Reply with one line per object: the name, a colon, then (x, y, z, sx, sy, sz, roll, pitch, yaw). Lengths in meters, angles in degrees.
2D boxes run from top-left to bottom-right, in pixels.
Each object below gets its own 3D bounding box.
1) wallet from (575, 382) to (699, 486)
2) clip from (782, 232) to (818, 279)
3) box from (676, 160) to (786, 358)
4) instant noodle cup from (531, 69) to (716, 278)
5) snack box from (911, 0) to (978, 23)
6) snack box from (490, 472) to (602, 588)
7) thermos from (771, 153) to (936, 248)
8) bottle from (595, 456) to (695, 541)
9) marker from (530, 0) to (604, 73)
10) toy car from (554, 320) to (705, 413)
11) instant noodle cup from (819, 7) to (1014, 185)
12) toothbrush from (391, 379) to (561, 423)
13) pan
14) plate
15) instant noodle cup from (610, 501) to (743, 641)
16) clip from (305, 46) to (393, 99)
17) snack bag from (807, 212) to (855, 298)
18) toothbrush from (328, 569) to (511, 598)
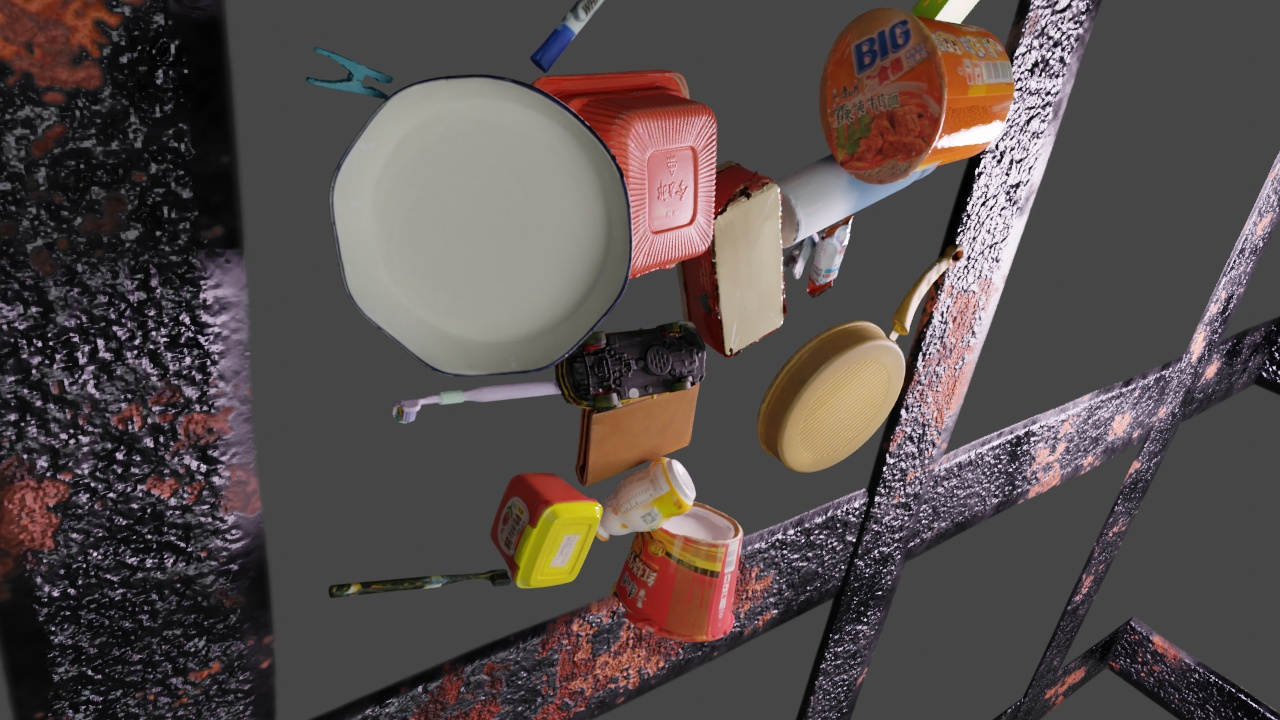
wallet: (-0.002, 0.061, 0.908, 0.131, 0.031, 0.108, -19, 132, -32)
clip: (0.167, -0.111, 0.950, 0.056, 0.028, 0.024, -55, 144, -12)
box: (0.090, -0.089, 0.853, 0.091, 0.078, 0.168, -30, 134, -23)
instant noodle cup: (-0.004, -0.135, 0.703, 0.188, 0.079, 0.165, -24, 120, -46)
snack box: (0.321, -0.379, 0.850, 0.157, 0.026, 0.085, -53, 161, 27)
snack box: (-0.090, 0.155, 0.855, 0.081, 0.080, 0.091, 7, 112, -43)
thermos: (0.211, -0.179, 0.911, 0.220, 0.070, 0.070, -28, 132, -26)
bottle: (-0.001, 0.144, 0.930, 0.108, 0.063, 0.063, -30, 140, 15)
marker: (-0.029, -0.271, 0.669, 0.145, 0.017, 0.017, -51, 138, -2)
toy car: (-0.005, 0.005, 0.845, 0.155, 0.041, 0.071, -11, 88, -34)
instant noodle cup: (0.254, -0.240, 0.835, 0.111, 0.151, 0.152, -12, 125, -29)
toothbrush: (-0.122, 0.031, 0.790, 0.188, 0.029, 0.021, -7, 84, -40)
pan: (0.279, -0.013, 1.099, 0.357, 0.078, 0.198, -39, 139, -6)
plate: (-0.106, -0.090, 0.628, 0.205, 0.045, 0.205, 1, 110, 2)
instant noodle cup: (0.047, 0.220, 0.990, 0.137, 0.138, 0.109, 2, 107, -43)
clip: (-0.186, -0.184, 0.591, 0.056, 0.014, 0.041, 3, 115, -43)
snack bag: (0.198, -0.111, 0.961, 0.045, 0.026, 0.105, -29, 150, -20)
toothbrush: (-0.196, 0.206, 0.842, 0.185, 0.017, 0.012, 7, 119, -44)
